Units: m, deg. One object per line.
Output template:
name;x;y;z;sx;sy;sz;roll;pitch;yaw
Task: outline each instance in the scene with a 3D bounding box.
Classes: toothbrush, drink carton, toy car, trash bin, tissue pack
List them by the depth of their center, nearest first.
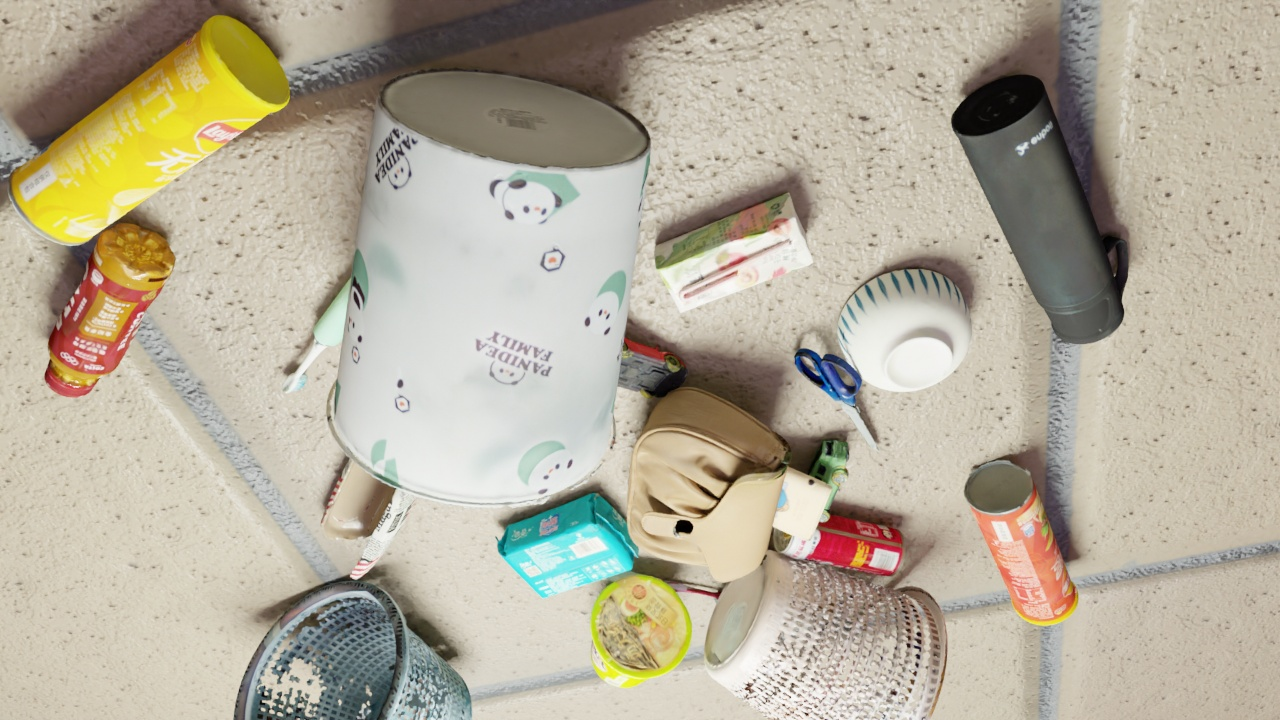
trash bin;-0.107;-0.062;0.675;0.229;0.229;0.252;8;122;-9
drink carton;0.077;-0.087;0.763;0.123;0.045;0.053;-20;128;14
toothbrush;-0.257;-0.041;0.797;0.225;0.026;0.027;-44;159;27
toy car;-0.005;0.005;0.841;0.106;0.031;0.049;18;130;-32
toy car;0.188;0.123;0.936;0.036;0.043;0.091;15;120;4
tissue pack;-0.079;0.200;0.981;0.134;0.050;0.093;-22;128;15
trash bin;0.185;0.313;0.998;0.192;0.226;0.228;28;123;-8
trash bin;-0.304;0.392;1.040;0.227;0.226;0.195;-22;139;14
toothbrush;0.030;0.262;1.059;0.187;0.016;0.017;14;136;-14

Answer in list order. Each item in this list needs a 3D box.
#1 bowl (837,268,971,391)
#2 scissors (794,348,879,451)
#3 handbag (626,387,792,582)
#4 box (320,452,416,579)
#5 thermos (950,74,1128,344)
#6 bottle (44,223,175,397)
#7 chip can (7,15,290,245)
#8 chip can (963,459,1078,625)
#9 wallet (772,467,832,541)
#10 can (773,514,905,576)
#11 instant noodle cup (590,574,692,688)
bowl;0.239;-0.016;0.814;0.116;0.066;0.117;-1;128;-2
scissors;0.190;0.040;0.886;0.108;0.012;0.175;25;160;20
handbag;0.059;0.129;0.882;0.148;0.099;0.205;16;135;12
box;-0.262;0.152;0.913;0.076;0.088;0.163;12;127;-34
thermos;0.335;-0.121;0.744;0.090;0.068;0.242;-47;124;-8
bottle;-0.452;-0.036;0.772;0.057;0.057;0.175;31;121;-24
chip can;-0.358;-0.162;0.666;0.214;0.072;0.072;-27;125;17
chip can;0.413;0.201;0.992;0.073;0.073;0.216;-25;126;16
wallet;0.129;0.134;0.932;0.115;0.024;0.087;22;130;13
can;0.214;0.195;0.989;0.132;0.053;0.053;13;127;-13
instant noodle cup;-0.010;0.316;1.038;0.111;0.111;0.124;7;148;-8
